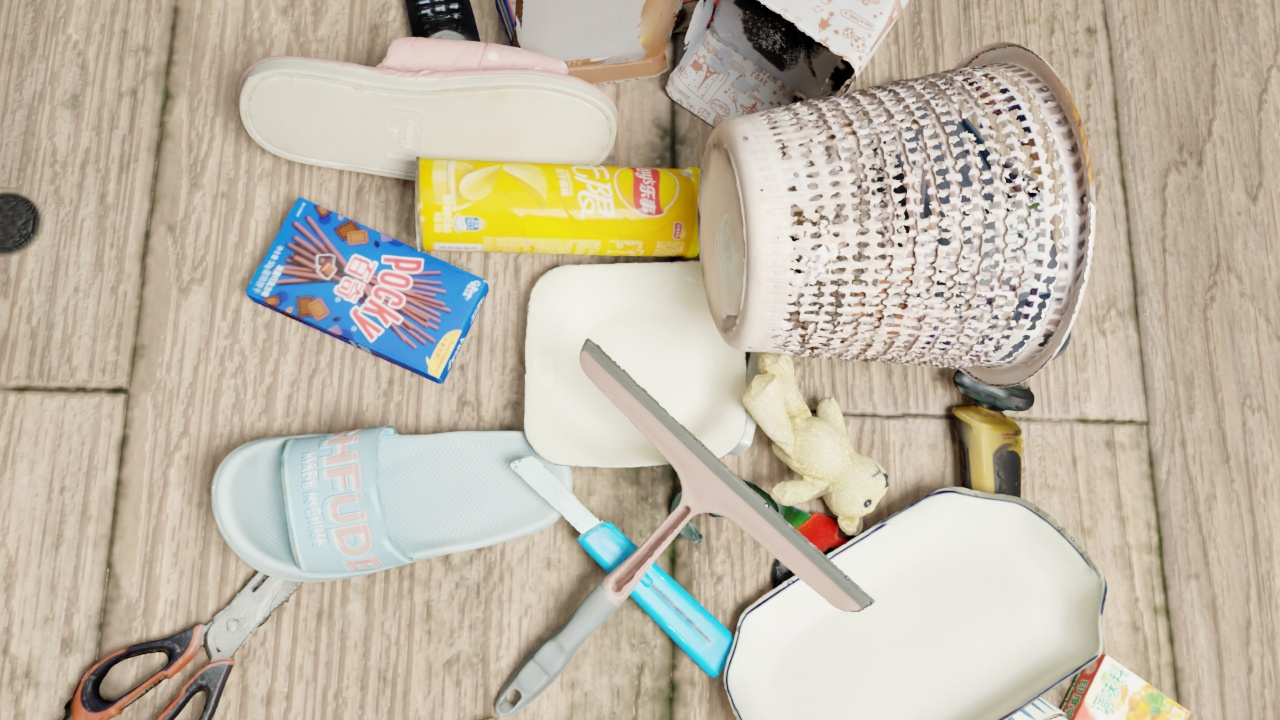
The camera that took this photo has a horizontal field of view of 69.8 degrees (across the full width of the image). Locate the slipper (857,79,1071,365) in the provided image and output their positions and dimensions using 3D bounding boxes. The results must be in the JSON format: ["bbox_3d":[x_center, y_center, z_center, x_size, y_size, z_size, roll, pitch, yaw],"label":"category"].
[{"bbox_3d":[0.263,-0.118,0.737,0.110,0.083,0.268,-23,81,-10],"label":"slipper"}]

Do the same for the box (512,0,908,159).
[{"bbox_3d":[0.042,-0.246,0.684,0.273,0.179,0.125,11,76,-6],"label":"box"}]

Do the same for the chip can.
[{"bbox_3d":[-0.060,-0.113,0.692,0.213,0.072,0.072,-1,78,-11],"label":"chip can"}]

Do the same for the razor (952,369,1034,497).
[{"bbox_3d":[0.274,0.086,0.707,0.062,0.068,0.167,3,84,-24],"label":"razor"}]

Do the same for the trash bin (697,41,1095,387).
[{"bbox_3d":[0.145,-0.087,0.606,0.192,0.228,0.227,-5,79,-8],"label":"trash bin"}]

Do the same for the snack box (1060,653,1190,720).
[{"bbox_3d":[0.339,0.307,0.684,0.077,0.027,0.155,34,76,2],"label":"snack box"}]

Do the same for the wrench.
[{"bbox_3d":[0.155,0.145,0.700,0.273,0.016,0.056,18,80,-3],"label":"wrench"}]

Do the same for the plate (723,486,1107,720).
[{"bbox_3d":[0.188,0.194,0.639,0.265,0.034,0.162,-31,45,-5],"label":"plate"}]

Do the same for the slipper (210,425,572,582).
[{"bbox_3d":[-0.166,0.094,0.636,0.245,0.074,0.104,-4,79,-13],"label":"slipper"}]

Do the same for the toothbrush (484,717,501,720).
[{"bbox_3d":[-0.084,0.342,0.627,0.020,0.029,0.189,-4,77,-50],"label":"toothbrush"}]

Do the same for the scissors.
[{"bbox_3d":[-0.303,0.188,0.631,0.196,0.015,0.205,0,72,-4],"label":"scissors"}]

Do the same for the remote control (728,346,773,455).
[{"bbox_3d":[0.084,0.006,0.700,0.019,0.056,0.135,16,77,-3],"label":"remote control"}]

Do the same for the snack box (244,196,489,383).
[{"bbox_3d":[-0.203,-0.052,0.689,0.157,0.026,0.084,24,76,-2],"label":"snack box"}]

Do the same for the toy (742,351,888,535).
[{"bbox_3d":[0.127,0.057,0.669,0.157,0.066,0.104,50,46,-25],"label":"toy"}]

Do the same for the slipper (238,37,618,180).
[{"bbox_3d":[-0.153,-0.186,0.686,0.274,0.114,0.054,1,50,-10],"label":"slipper"}]

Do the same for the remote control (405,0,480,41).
[{"bbox_3d":[-0.157,-0.259,0.740,0.053,0.024,0.136,-12,81,-11],"label":"remote control"}]

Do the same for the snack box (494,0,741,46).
[{"bbox_3d":[-0.013,-0.296,0.750,0.207,0.057,0.058,-16,83,-11],"label":"snack box"}]

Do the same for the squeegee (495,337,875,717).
[{"bbox_3d":[-0.018,0.156,0.631,0.247,0.040,0.250,43,104,10],"label":"squeegee"}]

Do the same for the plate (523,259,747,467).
[{"bbox_3d":[-0.004,0.004,0.686,0.164,0.034,0.163,-1,68,3],"label":"plate"}]

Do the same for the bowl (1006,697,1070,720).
[{"bbox_3d":[0.237,0.274,0.647,0.116,0.116,0.066,-37,42,-13],"label":"bowl"}]

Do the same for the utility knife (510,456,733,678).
[{"bbox_3d":[-0.012,0.145,0.659,0.216,0.018,0.034,45,75,-8],"label":"utility knife"}]
